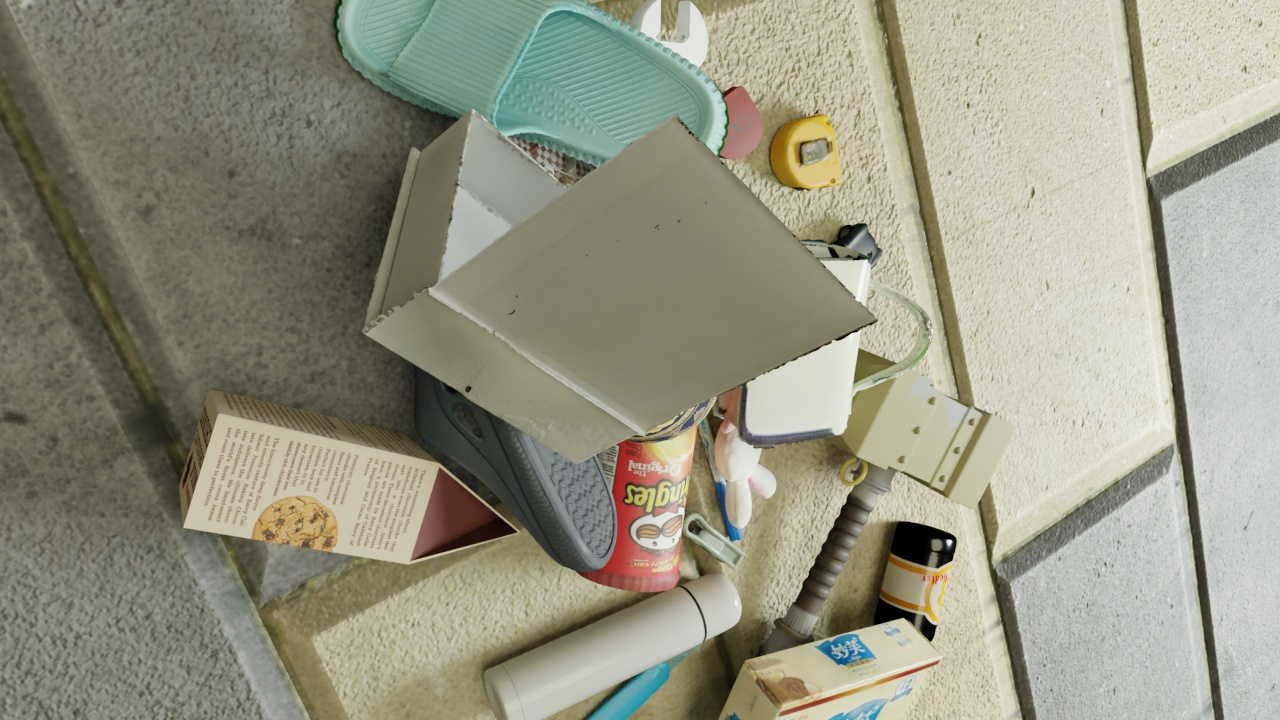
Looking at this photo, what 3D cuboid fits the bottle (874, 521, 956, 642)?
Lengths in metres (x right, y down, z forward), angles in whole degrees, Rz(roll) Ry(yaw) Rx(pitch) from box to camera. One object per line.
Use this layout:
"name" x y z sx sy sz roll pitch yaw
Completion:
"bottle" 0.264 0.255 0.910 0.059 0.059 0.181 11 93 -29

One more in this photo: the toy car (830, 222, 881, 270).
"toy car" 0.174 -0.077 0.824 0.112 0.034 0.046 -44 115 -15

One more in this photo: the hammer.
"hammer" 0.185 0.165 0.843 0.190 0.101 0.325 24 94 -29

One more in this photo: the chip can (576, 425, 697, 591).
"chip can" 0.004 0.067 0.729 0.087 0.087 0.213 7 94 -29

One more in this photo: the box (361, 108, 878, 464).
"box" 0.005 0.031 0.410 0.167 0.529 0.233 36 84 -35

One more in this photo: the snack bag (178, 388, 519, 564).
"snack bag" -0.191 0.085 0.623 0.206 0.094 0.070 17 90 -29

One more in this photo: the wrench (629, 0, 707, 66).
"wrench" -0.018 -0.135 0.676 0.066 0.018 0.273 17 96 -37

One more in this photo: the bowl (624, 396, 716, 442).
"bowl" -0.004 0.004 0.653 0.061 0.112 0.112 3 99 -68

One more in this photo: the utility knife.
"utility knife" -0.012 0.298 0.797 0.206 0.015 0.031 -37 114 -14

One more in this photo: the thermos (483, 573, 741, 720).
"thermos" -0.017 0.238 0.763 0.223 0.052 0.052 -18 106 -24

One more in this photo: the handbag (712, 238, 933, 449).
"handbag" 0.146 -0.018 0.723 0.175 0.074 0.151 -4 110 -17

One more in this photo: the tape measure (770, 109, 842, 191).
"tape measure" 0.143 -0.180 0.794 0.058 0.030 0.068 -20 106 -26

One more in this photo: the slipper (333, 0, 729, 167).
"slipper" -0.069 -0.198 0.609 0.276 0.069 0.116 22 92 -6

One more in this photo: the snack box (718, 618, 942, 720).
"snack box" 0.160 0.323 0.828 0.207 0.055 0.153 -1 121 -35

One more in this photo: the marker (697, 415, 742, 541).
"marker" 0.066 0.096 0.808 0.013 0.013 0.142 -24 108 -23

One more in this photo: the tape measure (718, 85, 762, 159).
"tape measure" 0.071 -0.191 0.760 0.059 0.019 0.051 -39 116 -9

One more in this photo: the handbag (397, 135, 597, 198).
"handbag" -0.073 -0.128 0.679 0.185 0.047 0.124 -43 116 -15

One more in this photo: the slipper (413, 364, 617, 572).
"slipper" -0.101 0.033 0.639 0.083 0.110 0.268 -18 108 20

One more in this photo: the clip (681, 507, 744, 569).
"clip" 0.058 0.155 0.804 0.076 0.043 0.023 41 77 -26

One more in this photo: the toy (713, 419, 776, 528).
"toy" 0.085 0.077 0.790 0.075 0.037 0.125 -46 130 -49
